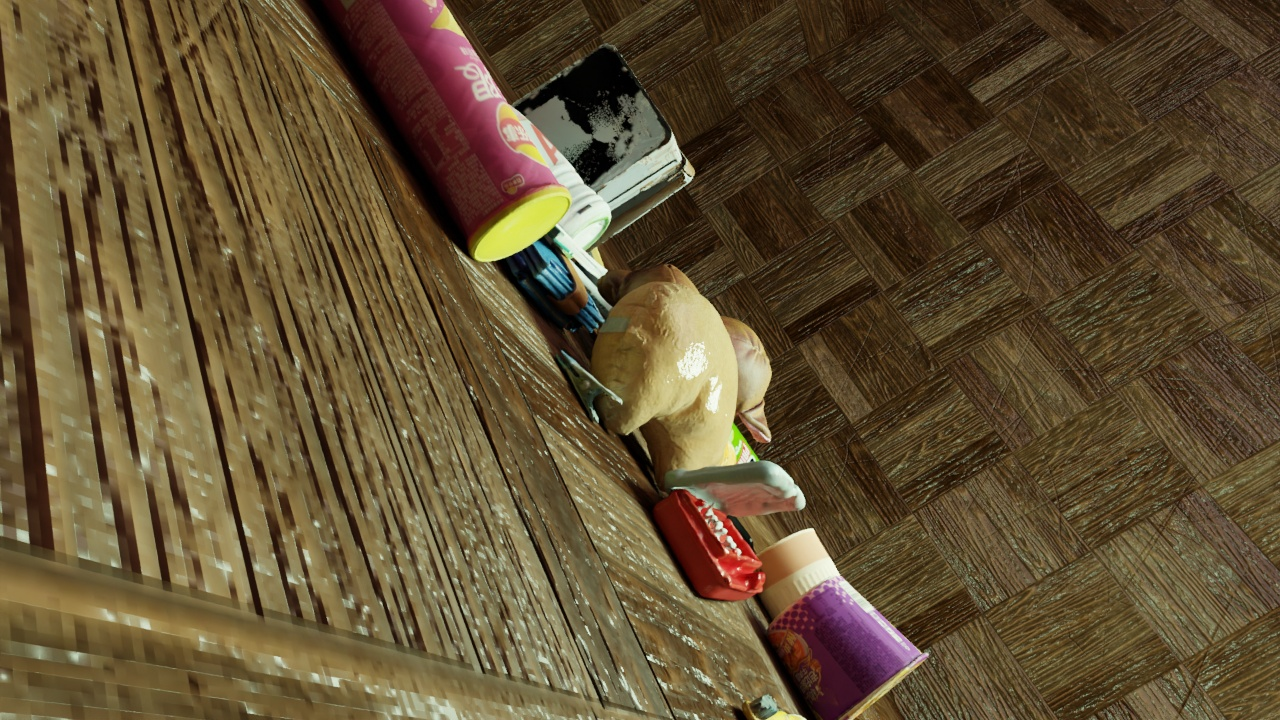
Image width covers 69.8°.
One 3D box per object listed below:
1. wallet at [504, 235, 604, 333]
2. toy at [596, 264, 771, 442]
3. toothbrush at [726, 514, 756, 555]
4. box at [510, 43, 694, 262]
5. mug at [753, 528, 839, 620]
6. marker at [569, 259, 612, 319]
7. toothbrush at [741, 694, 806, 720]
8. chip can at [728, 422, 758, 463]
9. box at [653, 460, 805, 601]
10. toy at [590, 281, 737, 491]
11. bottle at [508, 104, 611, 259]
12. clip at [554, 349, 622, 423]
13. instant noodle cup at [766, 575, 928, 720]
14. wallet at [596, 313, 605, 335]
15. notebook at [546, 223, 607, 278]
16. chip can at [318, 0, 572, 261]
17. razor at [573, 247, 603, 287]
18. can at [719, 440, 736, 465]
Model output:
[{"bbox_3d":[-0.081,-0.079,0.708,0.106,0.040,0.133,55,4,22],"label":"wallet"},{"bbox_3d":[0.046,-0.004,0.859,0.199,0.131,0.140,24,52,-34],"label":"toy"},{"bbox_3d":[0.104,0.187,0.942,0.213,0.027,0.026,53,47,-46],"label":"toothbrush"},{"bbox_3d":[-0.046,-0.196,0.959,0.150,0.182,0.168,59,4,12],"label":"box"},{"bbox_3d":[0.166,0.238,0.923,0.106,0.082,0.114,61,4,23],"label":"mug"},{"bbox_3d":[-0.065,-0.083,0.874,0.146,0.017,0.017,46,7,-12],"label":"marker"},{"bbox_3d":[0.091,0.223,0.572,0.016,0.018,0.191,62,6,30],"label":"toothbrush"},{"bbox_3d":[0.085,0.097,1.091,0.236,0.072,0.072,52,7,-48],"label":"chip can"},{"bbox_3d":[0.080,0.117,0.687,0.095,0.099,0.201,58,5,20],"label":"box"},{"bbox_3d":[0.035,0.035,0.731,0.083,0.143,0.226,14,-28,36],"label":"toy"},{"bbox_3d":[-0.112,-0.183,0.837,0.197,0.068,0.068,49,3,9],"label":"bottle"},{"bbox_3d":[-0.036,0.014,0.627,0.056,0.028,0.024,49,-1,23],"label":"clip"},{"bbox_3d":[0.167,0.246,0.778,0.099,0.111,0.111,49,0,26],"label":"instant noodle cup"},{"bbox_3d":[-0.006,0.006,0.947,0.131,0.035,0.119,54,7,-35],"label":"wallet"},{"bbox_3d":[-0.114,-0.153,0.726,0.209,0.012,0.150,46,3,11],"label":"notebook"},{"bbox_3d":[-0.126,-0.168,0.571,0.210,0.071,0.071,58,4,8],"label":"chip can"},{"bbox_3d":[-0.060,-0.104,1.027,0.067,0.062,0.167,13,40,-38],"label":"razor"},{"bbox_3d":[0.062,0.095,0.917,0.058,0.058,0.146,59,4,13],"label":"can"}]
